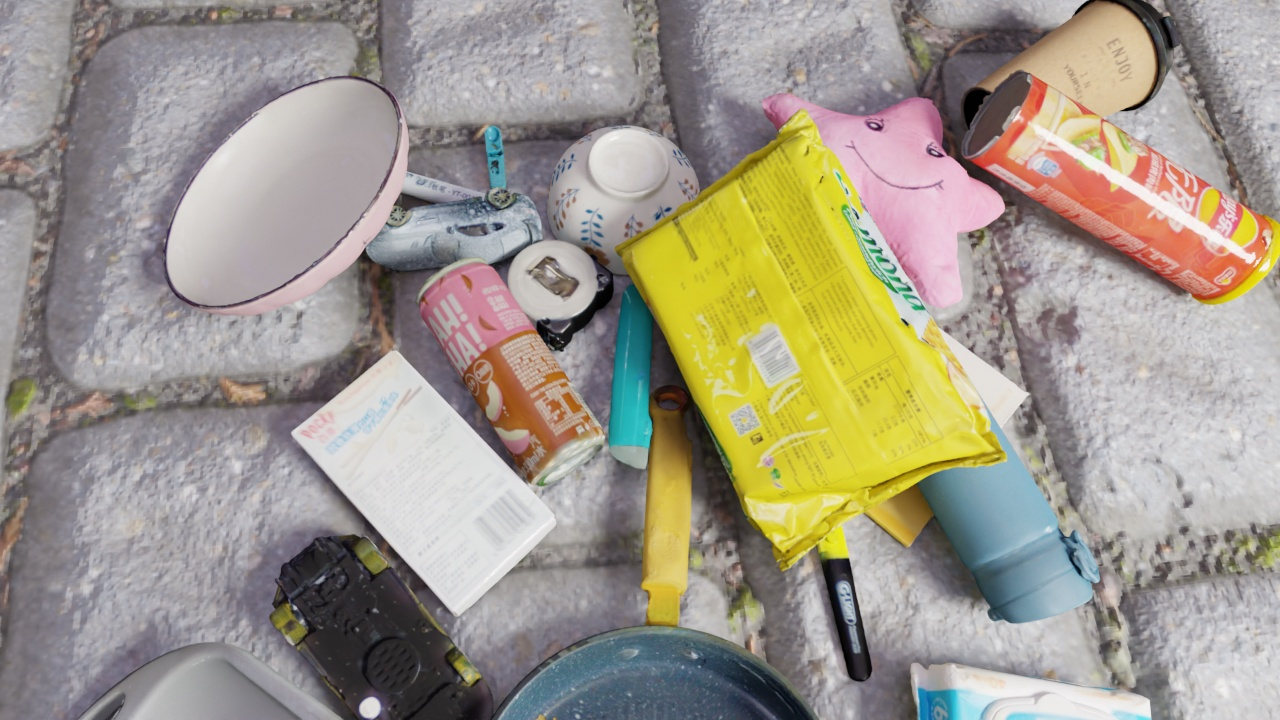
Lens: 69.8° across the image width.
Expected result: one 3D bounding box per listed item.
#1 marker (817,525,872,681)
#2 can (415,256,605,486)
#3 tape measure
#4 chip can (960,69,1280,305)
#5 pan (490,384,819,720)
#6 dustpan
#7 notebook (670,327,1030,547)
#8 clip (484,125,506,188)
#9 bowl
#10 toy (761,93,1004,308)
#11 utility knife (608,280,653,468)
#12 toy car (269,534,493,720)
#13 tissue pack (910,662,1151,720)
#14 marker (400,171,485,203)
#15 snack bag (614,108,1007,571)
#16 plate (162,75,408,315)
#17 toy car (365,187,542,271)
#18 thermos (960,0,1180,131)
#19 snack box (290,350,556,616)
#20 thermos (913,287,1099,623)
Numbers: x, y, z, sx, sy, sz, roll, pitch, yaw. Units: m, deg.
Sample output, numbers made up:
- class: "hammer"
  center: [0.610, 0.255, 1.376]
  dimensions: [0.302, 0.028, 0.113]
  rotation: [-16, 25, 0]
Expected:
- class: "marker"
  center: [0.125, 0.137, 0.577]
  dimensions: [0.018, 0.015, 0.124]
  rotation: [-7, 69, -4]
- class: "can"
  center: [-0.084, 0.007, 0.589]
  dimensions: [0.057, 0.058, 0.147]
  rotation: [-31, 77, -16]
- class: "tape measure"
  center: [-0.060, -0.048, 0.634]
  dimensions: [0.066, 0.034, 0.065]
  rotation: [36, 68, 10]
- class: "chip can"
  center: [0.336, -0.119, 0.646]
  dimensions: [0.216, 0.073, 0.073]
  rotation: [28, 67, -6]
- class: "pan"
  center: [0.012, 0.167, 0.520]
  dimensions: [0.198, 0.078, 0.356]
  rotation: [2, 45, 2]
- class: "dustpan"
  center: [-0.227, 0.242, 0.415]
  dimensions: [0.142, 0.258, 0.222]
  rotation: [39, 68, -13]
- class: "notebook"
  center: [0.144, 0.008, 0.636]
  dimensions: [0.206, 0.010, 0.145]
  rotation: [41, 71, 12]
- class: "clip"
  center: [-0.107, -0.145, 0.680]
  dimensions: [0.014, 0.046, 0.057]
  rotation: [-4, 68, -7]
- class: "bowl"
  center: [-0.010, -0.124, 0.655]
  dimensions: [0.113, 0.062, 0.113]
  rotation: [2, 68, -4]
- class: "toy"
  center: [0.171, -0.139, 0.665]
  dimensions: [0.194, 0.075, 0.178]
  rotation: [30, 59, 4]
- class: "utility knife"
  center: [-0.004, 0.004, 0.614]
  dimensions: [0.029, 0.013, 0.160]
  rotation: [-1, 54, 7]
- class: "toy car"
  center: [-0.150, 0.168, 0.530]
  dimensions: [0.070, 0.042, 0.158]
  rotation: [-39, 74, -18]
- class: "tissue pack"
  center: [0.220, 0.226, 0.520]
  dimensions: [0.140, 0.063, 0.089]
  rotation: [8, 67, -1]
- class: "marker"
  center: [-0.159, -0.124, 0.668]
  dimensions: [0.131, 0.018, 0.022]
  rotation: [17, 75, 4]
- class: "snack bag"
  center: [0.092, -0.014, 0.565]
  dimensions: [0.158, 0.068, 0.246]
  rotation: [-32, 72, 18]
- class: "plate"
  center: [-0.231, -0.107, 0.616]
  dimensions: [0.193, 0.039, 0.192]
  rotation: [-13, 56, 19]
- class: "toy car"
  center: [-0.128, -0.086, 0.634]
  dimensions: [0.120, 0.054, 0.036]
  rotation: [-8, 66, -7]
- class: "thermos"
  center: [0.325, -0.214, 0.705]
  dimensions: [0.143, 0.093, 0.093]
  rotation: [-29, 72, -8]
- class: "snack box"
  center: [-0.136, 0.075, 0.579]
  dimensions: [0.157, 0.027, 0.084]
  rotation: [43, 71, 14]
- class: "thermos"
  center: [0.200, 0.057, 0.578]
  dimensions: [0.070, 0.070, 0.220]
  rotation: [-23, 71, -13]
